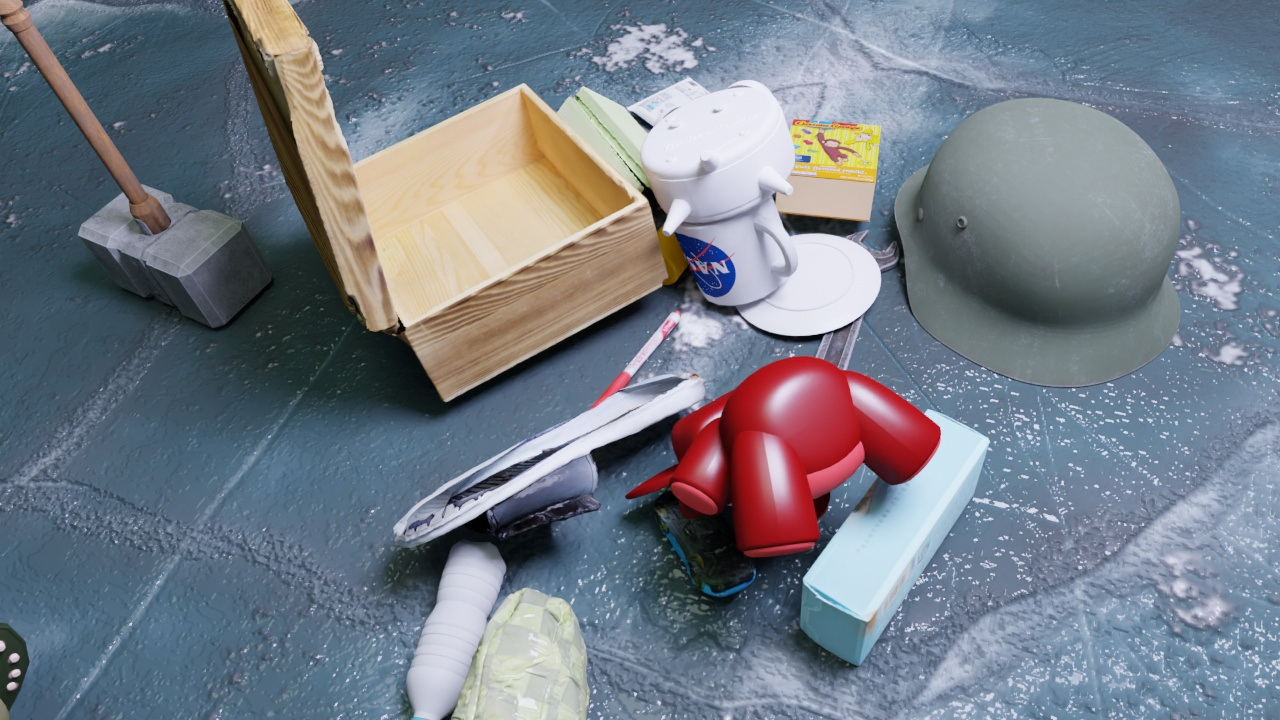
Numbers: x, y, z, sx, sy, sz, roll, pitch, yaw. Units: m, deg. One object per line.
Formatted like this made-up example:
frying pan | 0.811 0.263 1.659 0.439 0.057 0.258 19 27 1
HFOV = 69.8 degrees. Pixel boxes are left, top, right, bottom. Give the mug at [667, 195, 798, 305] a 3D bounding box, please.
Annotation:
mug | 0.091 -0.108 0.812 0.091 0.090 0.121 -44 40 -19

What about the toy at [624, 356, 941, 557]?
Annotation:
toy | 0.088 0.065 0.632 0.158 0.198 0.120 -31 93 -21

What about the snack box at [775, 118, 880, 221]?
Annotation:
snack box | 0.185 -0.189 0.899 0.088 0.040 0.125 8 39 12

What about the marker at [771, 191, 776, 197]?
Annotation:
marker | 0.128 -0.175 0.933 0.141 0.016 0.016 15 54 20

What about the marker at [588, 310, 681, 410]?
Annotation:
marker | -0.005 0.005 0.806 0.013 0.013 0.141 25 58 26

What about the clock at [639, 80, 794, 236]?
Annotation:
clock | 0.062 -0.183 0.780 0.125 0.073 0.160 -17 39 15

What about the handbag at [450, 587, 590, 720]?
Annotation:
handbag | -0.057 0.240 0.555 0.117 0.113 0.186 10 51 7

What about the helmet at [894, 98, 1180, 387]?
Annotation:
helmet | 0.336 -0.129 0.772 0.226 0.154 0.267 -25 51 -13

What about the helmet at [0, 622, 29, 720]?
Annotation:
helmet | -0.487 0.214 0.530 0.250 0.256 0.232 28 56 29

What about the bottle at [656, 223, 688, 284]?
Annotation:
bottle | 0.052 -0.136 0.893 0.043 0.043 0.143 22 57 24

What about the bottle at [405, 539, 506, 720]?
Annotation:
bottle | -0.132 0.194 0.645 0.044 0.044 0.136 4 51 12

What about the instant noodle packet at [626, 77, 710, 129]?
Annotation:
instant noodle packet | 0.058 -0.268 1.014 0.087 0.026 0.134 -30 53 -16

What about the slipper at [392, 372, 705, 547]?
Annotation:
slipper | -0.058 0.085 0.701 0.263 0.063 0.111 -30 11 -27

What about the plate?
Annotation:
plate | 0.150 -0.075 0.838 0.135 0.011 0.134 -9 46 9

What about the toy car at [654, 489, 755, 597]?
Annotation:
toy car | 0.047 0.133 0.677 0.048 0.032 0.105 -19 38 -16

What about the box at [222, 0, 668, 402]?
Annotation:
box | -0.194 -0.184 0.768 0.286 0.337 0.279 -31 48 -10

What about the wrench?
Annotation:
wrench | 0.174 -0.020 0.801 0.070 0.010 0.272 14 54 19

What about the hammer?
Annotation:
hammer | -0.477 -0.181 0.830 0.163 0.318 0.082 20 56 23

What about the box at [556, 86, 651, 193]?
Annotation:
box | -0.026 -0.210 0.977 0.098 0.082 0.187 -51 48 24

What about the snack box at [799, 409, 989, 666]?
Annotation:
snack box | 0.177 0.121 0.640 0.053 0.075 0.174 30 61 29
